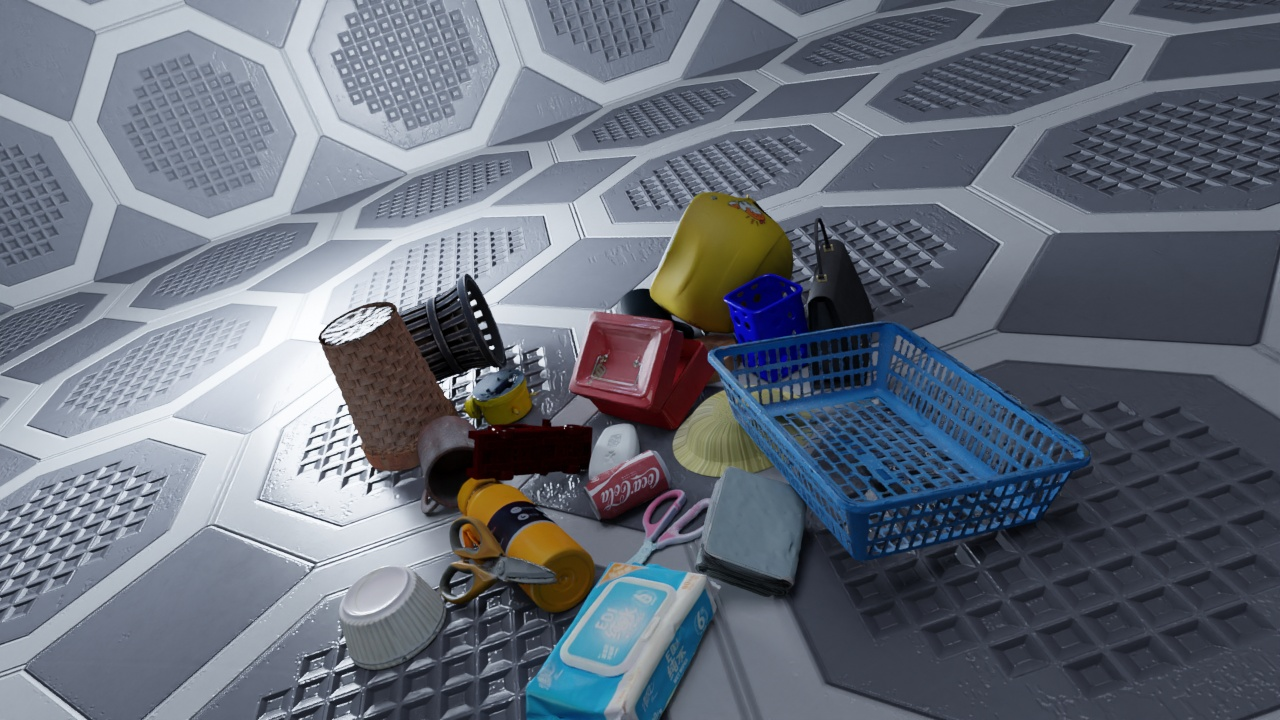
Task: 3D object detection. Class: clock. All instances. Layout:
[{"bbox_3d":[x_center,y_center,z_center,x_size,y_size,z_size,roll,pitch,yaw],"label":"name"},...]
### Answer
[{"bbox_3d":[-0.217,0.054,1.383,0.119,0.057,0.083,1,34,33],"label":"clock"}]

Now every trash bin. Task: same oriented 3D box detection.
[{"bbox_3d":[-0.370,0.037,1.346,0.151,0.210,0.151,-15,29,8],"label":"trash bin"},{"bbox_3d":[-0.359,-0.024,1.511,0.227,0.164,0.164,-21,28,3],"label":"trash bin"}]

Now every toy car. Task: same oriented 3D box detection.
[{"bbox_3d":[-0.143,0.112,1.153,0.169,0.070,0.062,0,6,-41],"label":"toy car"}]

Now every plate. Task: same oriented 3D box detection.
[{"bbox_3d":[0.125,0.074,1.160,0.184,0.036,0.184,-15,28,8],"label":"plate"}]

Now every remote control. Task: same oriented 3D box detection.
[{"bbox_3d":[-0.033,0.123,1.177,0.060,0.028,0.114,-12,28,13],"label":"remote control"}]

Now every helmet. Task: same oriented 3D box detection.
[{"bbox_3d":[0.147,-0.125,1.352,0.239,0.209,0.139,3,31,-44],"label":"helmet"}]

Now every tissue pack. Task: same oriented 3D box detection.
[{"bbox_3d":[-0.011,0.267,0.868,0.117,0.066,0.208,2,32,32],"label":"tissue pack"}]

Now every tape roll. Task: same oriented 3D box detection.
[{"bbox_3d":[0.096,-0.002,1.324,0.094,0.027,0.093,-15,28,8],"label":"tape roll"}]

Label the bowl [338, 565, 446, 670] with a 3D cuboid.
[{"bbox_3d":[-0.281,0.276,1.016,0.115,0.062,0.115,-14,28,8],"label":"bowl"}]

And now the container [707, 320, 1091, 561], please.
[{"bbox_3d":[0.249,0.075,0.980,0.257,0.089,0.362,-9,26,-14],"label":"container"}]

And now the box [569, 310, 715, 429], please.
[{"bbox_3d":[0.003,0.020,1.262,0.157,0.126,0.137,12,78,41],"label":"box"}]

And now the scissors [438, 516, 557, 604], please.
[{"bbox_3d":[-0.157,0.232,0.984,0.229,0.016,0.114,3,78,51],"label":"scissors"}]

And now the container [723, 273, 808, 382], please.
[{"bbox_3d":[0.178,-0.044,1.255,0.085,0.114,0.084,-28,31,-17],"label":"container"}]

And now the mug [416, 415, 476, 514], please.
[{"bbox_3d":[-0.259,0.146,1.229,0.123,0.096,0.110,-51,24,5],"label":"mug"}]

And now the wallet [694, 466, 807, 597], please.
[{"bbox_3d":[0.115,0.176,0.943,0.100,0.054,0.131,16,37,7],"label":"wallet"}]

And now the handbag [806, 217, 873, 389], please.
[{"bbox_3d":[0.252,-0.094,1.214,0.072,0.196,0.175,-7,30,22],"label":"handbag"}]

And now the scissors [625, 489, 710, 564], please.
[{"bbox_3d":[0.022,0.206,1.012,0.101,0.016,0.178,4,35,36],"label":"scissors"}]

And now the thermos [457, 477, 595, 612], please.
[{"bbox_3d":[-0.147,0.203,1.051,0.091,0.076,0.233,-26,29,-24],"label":"thermos"}]

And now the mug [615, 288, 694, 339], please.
[{"bbox_3d":[0.023,-0.051,1.415,0.121,0.085,0.094,9,28,-8],"label":"mug"}]

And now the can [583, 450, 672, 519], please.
[{"bbox_3d":[-0.015,0.149,1.093,0.096,0.054,0.054,-25,28,-12],"label":"can"}]
